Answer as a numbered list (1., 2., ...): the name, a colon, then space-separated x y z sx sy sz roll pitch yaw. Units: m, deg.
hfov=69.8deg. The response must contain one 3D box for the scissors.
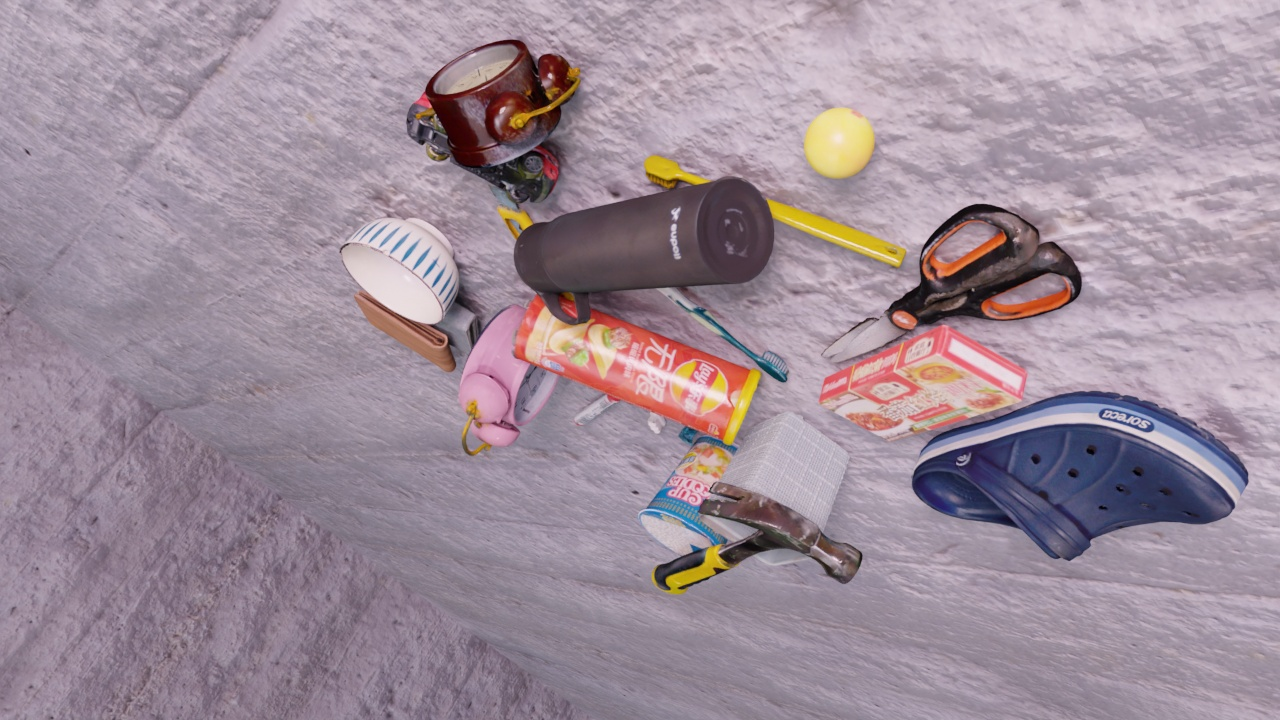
1. scissors: 0.204 -0.026 0.633 0.139 0.021 0.235 25 152 9

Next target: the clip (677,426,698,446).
1. clip: 0.051 0.077 0.959 0.013 0.034 0.055 34 169 -5

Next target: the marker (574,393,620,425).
1. marker: -0.044 0.049 1.013 0.017 0.017 0.146 36 153 -10

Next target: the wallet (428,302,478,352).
1. wallet: -0.235 -0.059 0.999 0.130 0.037 0.107 28 163 1

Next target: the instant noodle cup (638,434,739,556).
1. instant noodle cup: 0.065 0.140 0.955 0.099 0.109 0.099 24 152 14

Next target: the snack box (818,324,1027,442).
1. snack box: 0.206 0.021 0.690 0.075 0.025 0.153 27 156 -13

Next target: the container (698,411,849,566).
1. container: 0.127 0.117 0.852 0.090 0.111 0.090 36 152 -10

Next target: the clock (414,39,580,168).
1. clock: -0.091 -0.173 0.616 0.122 0.081 0.055 11 141 38

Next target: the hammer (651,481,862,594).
1. hammer: 0.073 0.182 0.858 0.126 0.031 0.324 33 154 -4

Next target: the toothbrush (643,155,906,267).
1. toothbrush: 0.088 -0.102 0.629 0.190 0.015 0.017 23 157 14

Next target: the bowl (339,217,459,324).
1. bowl: -0.225 -0.096 0.895 0.116 0.066 0.117 24 153 13

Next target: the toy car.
1. toy car: -0.117 -0.164 0.696 0.120 0.045 0.053 30 156 -11

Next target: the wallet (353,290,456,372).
1. wallet: -0.260 -0.031 1.021 0.115 0.020 0.101 30 163 3

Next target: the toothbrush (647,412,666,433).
1. toothbrush: -0.011 0.017 0.926 0.016 0.016 0.180 9 146 32

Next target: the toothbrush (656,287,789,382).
1. toothbrush: 0.050 -0.042 0.769 0.191 0.018 0.016 37 153 -7

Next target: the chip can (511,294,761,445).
1. chip can: -0.005 0.005 0.821 0.217 0.073 0.073 21 152 9

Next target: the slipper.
1. slipper: 0.293 0.093 0.670 0.105 0.095 0.253 37 156 -18

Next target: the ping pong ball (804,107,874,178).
1. ping pong ball: 0.115 -0.126 0.532 0.040 0.040 0.040 24 152 13

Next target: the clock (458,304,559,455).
1. clock: -0.132 0.023 0.904 0.060 0.158 0.117 27 154 14

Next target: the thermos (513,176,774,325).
1. thermos: -0.007 -0.074 0.681 0.243 0.068 0.090 0 105 55

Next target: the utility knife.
1. utility knife: -0.092 -0.091 0.826 0.033 0.015 0.177 7 145 33
